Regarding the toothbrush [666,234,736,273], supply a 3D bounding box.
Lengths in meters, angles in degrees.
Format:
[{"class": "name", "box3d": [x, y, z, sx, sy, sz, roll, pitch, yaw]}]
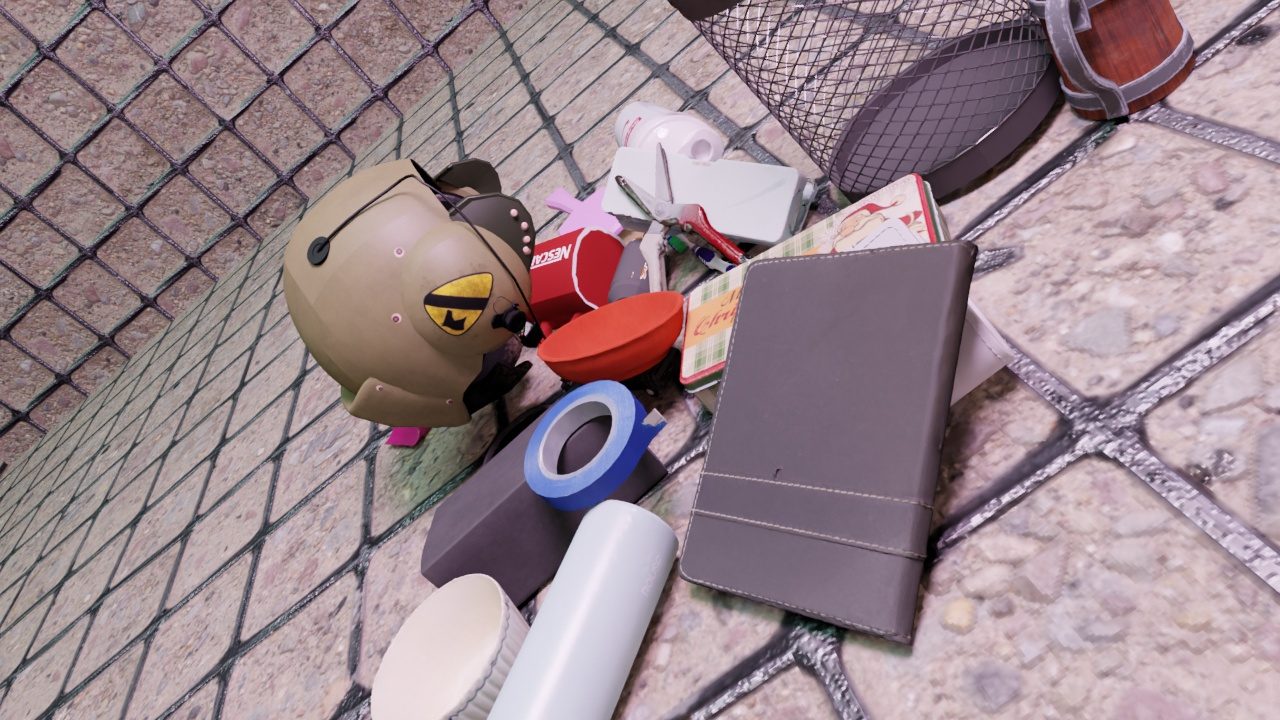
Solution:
[{"class": "toothbrush", "box3d": [0.064, -0.092, 0.833, 0.016, 0.015, 0.186, -48, 29, 1]}]

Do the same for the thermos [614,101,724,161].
[{"class": "thermos", "box3d": [0.023, -0.228, 0.996, 0.099, 0.099, 0.220, -39, 24, 7]}]

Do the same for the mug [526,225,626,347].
[{"class": "mug", "box3d": [-0.070, -0.065, 0.903, 0.097, 0.080, 0.116, -11, 65, 45]}]

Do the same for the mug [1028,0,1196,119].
[{"class": "mug", "box3d": [0.300, -0.216, 0.600, 0.082, 0.111, 0.117, -8, 44, 47]}]

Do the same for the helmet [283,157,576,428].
[{"class": "helmet", "box3d": [-0.183, -0.051, 0.816, 0.233, 0.255, 0.250, -40, 28, 1]}]

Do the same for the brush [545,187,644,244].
[{"class": "brush", "box3d": [-0.056, -0.158, 1.041, 0.089, 0.043, 0.229, -45, 29, -3]}]

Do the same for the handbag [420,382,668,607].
[{"class": "handbag", "box3d": [-0.093, 0.087, 0.744, 0.176, 0.072, 0.195, -42, 23, 0]}]

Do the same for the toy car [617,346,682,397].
[{"class": "toy car", "box3d": [-0.004, 0.005, 0.765, 0.092, 0.037, 0.040, -1, 49, 51]}]

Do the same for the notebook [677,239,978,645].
[{"class": "notebook", "box3d": [0.100, 0.038, 0.524, 0.170, 0.029, 0.208, 2, 73, 52]}]

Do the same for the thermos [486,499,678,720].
[{"class": "thermos", "box3d": [-0.041, 0.185, 0.542, 0.078, 0.065, 0.206, -4, 47, 37]}]

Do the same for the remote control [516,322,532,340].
[{"class": "remote control", "box3d": [-0.134, -0.023, 0.992, 0.124, 0.012, 0.028, -33, 30, 19]}]

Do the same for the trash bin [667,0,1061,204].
[{"class": "trash bin", "box3d": [0.171, -0.257, 0.683, 0.218, 0.227, 0.217, -35, 27, 21]}]

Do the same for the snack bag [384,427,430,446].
[{"class": "snack bag", "box3d": [-0.218, 0.016, 1.041, 0.070, 0.016, 0.196, -2, 49, 49]}]

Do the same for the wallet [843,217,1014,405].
[{"class": "wallet", "box3d": [0.143, -0.010, 0.557, 0.115, 0.037, 0.118, -43, 54, 24]}]

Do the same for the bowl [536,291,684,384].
[{"class": "bowl", "box3d": [-0.018, -0.013, 0.717, 0.122, 0.035, 0.121, -19, 18, 6]}]

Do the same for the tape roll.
[{"class": "tape roll", "box3d": [-0.037, 0.055, 0.611, 0.091, 0.016, 0.093, -49, 36, -11]}]

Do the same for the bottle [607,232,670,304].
[{"class": "bottle", "box3d": [0.001, -0.085, 0.868, 0.047, 0.047, 0.112, -21, 36, 34]}]

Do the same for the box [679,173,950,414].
[{"class": "box", "box3d": [0.124, -0.045, 0.661, 0.206, 0.050, 0.117, -26, 32, 30]}]

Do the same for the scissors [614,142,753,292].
[{"class": "scissors", "box3d": [0.032, -0.094, 0.792, 0.199, 0.015, 0.179, 23, 92, 36]}]

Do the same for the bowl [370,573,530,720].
[{"class": "bowl", "box3d": [-0.114, 0.207, 0.606, 0.115, 0.062, 0.115, -31, 31, 21]}]

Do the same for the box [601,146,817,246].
[{"class": "box", "box3d": [0.055, -0.144, 0.818, 0.199, 0.067, 0.083, 14, 64, 35]}]
